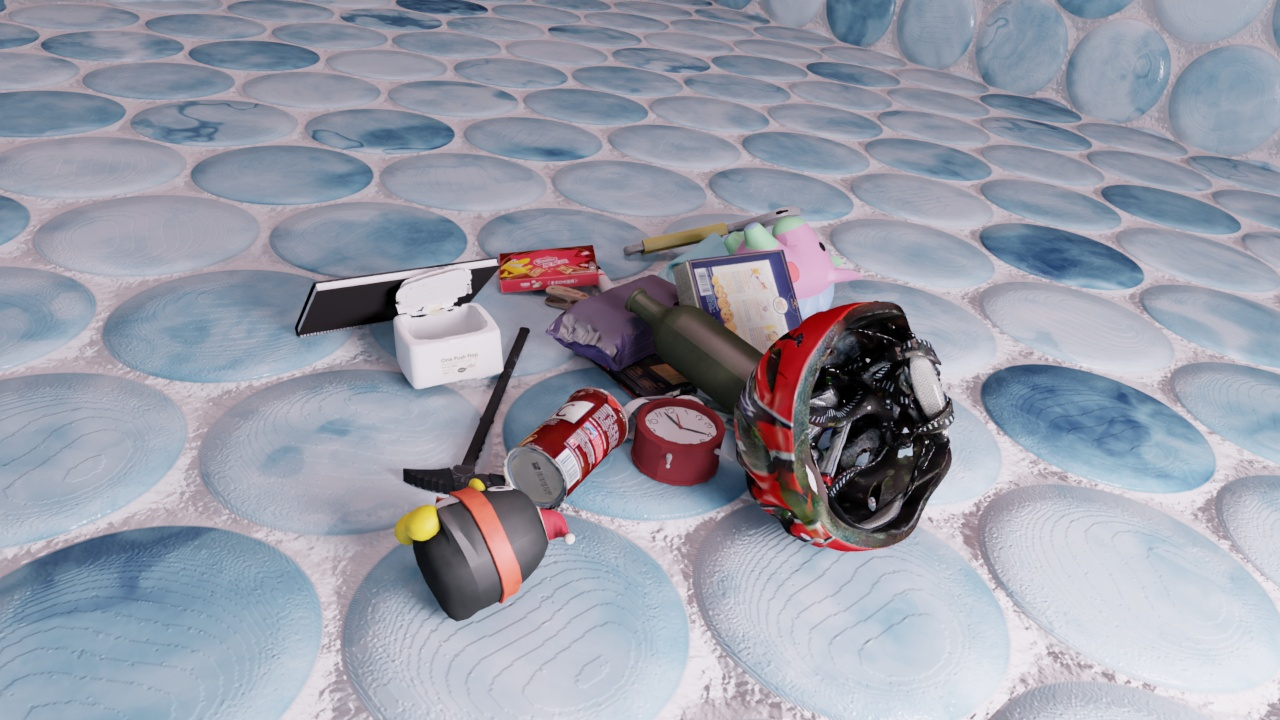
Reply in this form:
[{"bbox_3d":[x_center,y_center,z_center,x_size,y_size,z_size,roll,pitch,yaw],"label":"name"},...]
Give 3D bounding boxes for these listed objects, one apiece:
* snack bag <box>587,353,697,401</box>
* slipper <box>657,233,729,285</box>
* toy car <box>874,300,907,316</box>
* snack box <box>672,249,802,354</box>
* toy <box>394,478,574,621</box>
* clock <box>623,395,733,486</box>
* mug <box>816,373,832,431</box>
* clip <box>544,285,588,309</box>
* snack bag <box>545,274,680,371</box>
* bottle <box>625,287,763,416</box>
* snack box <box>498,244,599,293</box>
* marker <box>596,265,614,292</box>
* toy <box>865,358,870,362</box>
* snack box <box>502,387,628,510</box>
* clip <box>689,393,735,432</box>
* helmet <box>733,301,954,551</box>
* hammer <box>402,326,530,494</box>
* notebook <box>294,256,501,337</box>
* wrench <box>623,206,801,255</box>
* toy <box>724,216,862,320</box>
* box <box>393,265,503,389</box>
[{"bbox_3d":[-0.006,0.006,1.080,0.074,0.018,0.155,-15,38,-34],"label":"snack bag"},{"bbox_3d":[0.125,-0.148,1.326,0.116,0.070,0.275,25,33,32],"label":"slipper"},{"bbox_3d":[0.302,-0.051,1.242,0.107,0.027,0.060,-10,34,-11],"label":"toy car"},{"bbox_3d":[0.123,-0.056,1.107,0.144,0.144,0.043,-9,-8,-29],"label":"snack box"},{"bbox_3d":[-0.123,0.145,0.738,0.119,0.098,0.099,-24,87,-26],"label":"toy"},{"bbox_3d":[0.034,0.075,0.944,0.096,0.048,0.137,-4,34,-19],"label":"clock"},{"bbox_3d":[0.191,0.035,1.025,0.083,0.079,0.111,9,43,2],"label":"mug"},{"bbox_3d":[-0.097,-0.083,1.200,0.062,0.047,0.025,40,35,-1],"label":"clip"},{"bbox_3d":[-0.011,-0.050,1.103,0.096,0.058,0.204,26,31,28],"label":"snack bag"},{"bbox_3d":[0.068,-0.011,0.999,0.207,0.072,0.071,38,40,22],"label":"bottle"},{"bbox_3d":[-0.126,-0.125,1.253,0.133,0.021,0.089,-6,33,-5],"label":"snack box"},{"bbox_3d":[-0.047,-0.100,1.249,0.019,0.019,0.145,-5,33,-21],"label":"marker"},{"bbox_3d":[0.304,-0.013,1.167,0.125,0.037,0.075,15,27,6],"label":"toy"},{"bbox_3d":[-0.071,0.083,0.884,0.072,0.072,0.121,20,34,20],"label":"snack box"},{"bbox_3d":[0.085,0.059,1.010,0.076,0.023,0.047,15,33,15],"label":"clip"},{"bbox_3d":[0.185,0.063,0.857,0.167,0.217,0.271,-13,13,41],"label":"helmet"},{"bbox_3d":[-0.163,0.041,0.991,0.095,0.015,0.324,8,30,1],"label":"hammer"},{"bbox_3d":[-0.279,-0.072,1.051,0.206,0.149,0.016,-12,79,-31],"label":"notebook"},{"bbox_3d":[0.107,-0.192,1.376,0.273,0.018,0.084,-13,-5,-10],"label":"wrench"},{"bbox_3d":[0.178,-0.101,1.223,0.171,0.120,0.221,43,64,-15],"label":"toy"},{"bbox_3d":[-0.215,-0.052,1.009,0.109,0.130,0.103,-10,30,-24],"label":"box"}]
